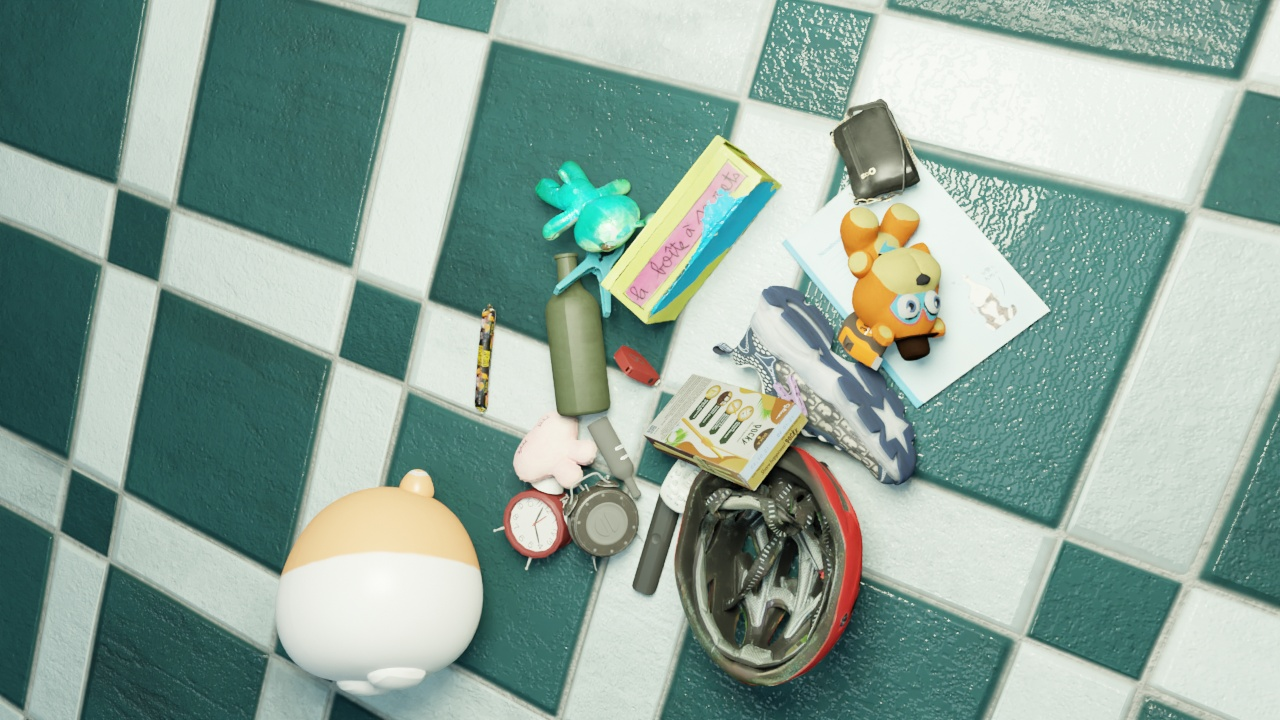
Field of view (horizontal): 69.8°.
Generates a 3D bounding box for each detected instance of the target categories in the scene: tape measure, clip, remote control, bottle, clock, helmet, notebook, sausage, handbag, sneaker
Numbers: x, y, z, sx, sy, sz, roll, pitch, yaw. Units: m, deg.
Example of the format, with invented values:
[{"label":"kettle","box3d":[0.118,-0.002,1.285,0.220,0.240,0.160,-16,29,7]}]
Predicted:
[{"label":"tape measure","box3d":[0.255,-0.024,1.045,0.059,0.058,0.038,29,142,13]},{"label":"clip","box3d":[-0.063,-0.124,1.157,0.103,0.027,0.119,28,68,-11]},{"label":"remote control","box3d":[0.073,0.140,1.148,0.060,0.028,0.114,44,97,12]},{"label":"bottle","box3d":[-0.030,0.129,1.197,0.030,0.030,0.113,-32,82,21]},{"label":"remote control","box3d":[0.022,0.234,1.192,0.033,0.015,0.147,20,101,19]},{"label":"clip","box3d":[0.167,0.041,1.035,0.045,0.014,0.051,1,104,41]},{"label":"clock","box3d":[-0.127,0.208,1.233,0.096,0.048,0.138,47,110,12]},{"label":"tape measure","box3d":[-0.007,0.007,1.170,0.019,0.059,0.051,-48,47,18]},{"label":"helmet","box3d":[0.152,0.232,1.055,0.218,0.166,0.272,7,87,36]},{"label":"notebook","box3d":[0.308,-0.098,1.054,0.181,0.009,0.253,-41,79,20]},{"label":"clock","box3d":[-0.052,0.201,1.184,0.091,0.044,0.123,-28,101,-15]},{"label":"sausage","box3d":[-0.215,-0.002,1.267,0.020,0.020,0.155,9,98,21]},{"label":"handbag","box3d":[0.259,-0.233,1.030,0.079,0.054,0.128,-26,64,26]},{"label":"bottle","box3d":[-0.084,-0.034,1.184,0.071,0.071,0.207,-6,92,22]},{"label":"sneaker","box3d":[0.201,0.048,1.075,0.269,0.103,0.133,51,124,11]}]

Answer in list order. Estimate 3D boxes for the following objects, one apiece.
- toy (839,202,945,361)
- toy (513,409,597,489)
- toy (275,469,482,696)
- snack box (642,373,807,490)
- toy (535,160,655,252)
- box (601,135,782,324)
[{"label":"toy","box3d":[0.278,-0.086,1.010,0.096,0.112,0.176,-10,91,63]},{"label":"toy","box3d":[-0.109,0.121,1.201,0.105,0.053,0.108,26,72,26]},{"label":"toy","box3d":[-0.339,0.295,1.222,0.264,0.265,0.280,-26,55,36]},{"label":"snack box","box3d":[0.093,0.078,1.063,0.101,0.031,0.186,-50,31,-16]},{"label":"toy","box3d":[-0.063,-0.192,1.138,0.130,0.072,0.193,-38,53,-10]},{"label":"box","box3d":[0.063,-0.152,1.090,0.080,0.124,0.221,41,109,12]}]
